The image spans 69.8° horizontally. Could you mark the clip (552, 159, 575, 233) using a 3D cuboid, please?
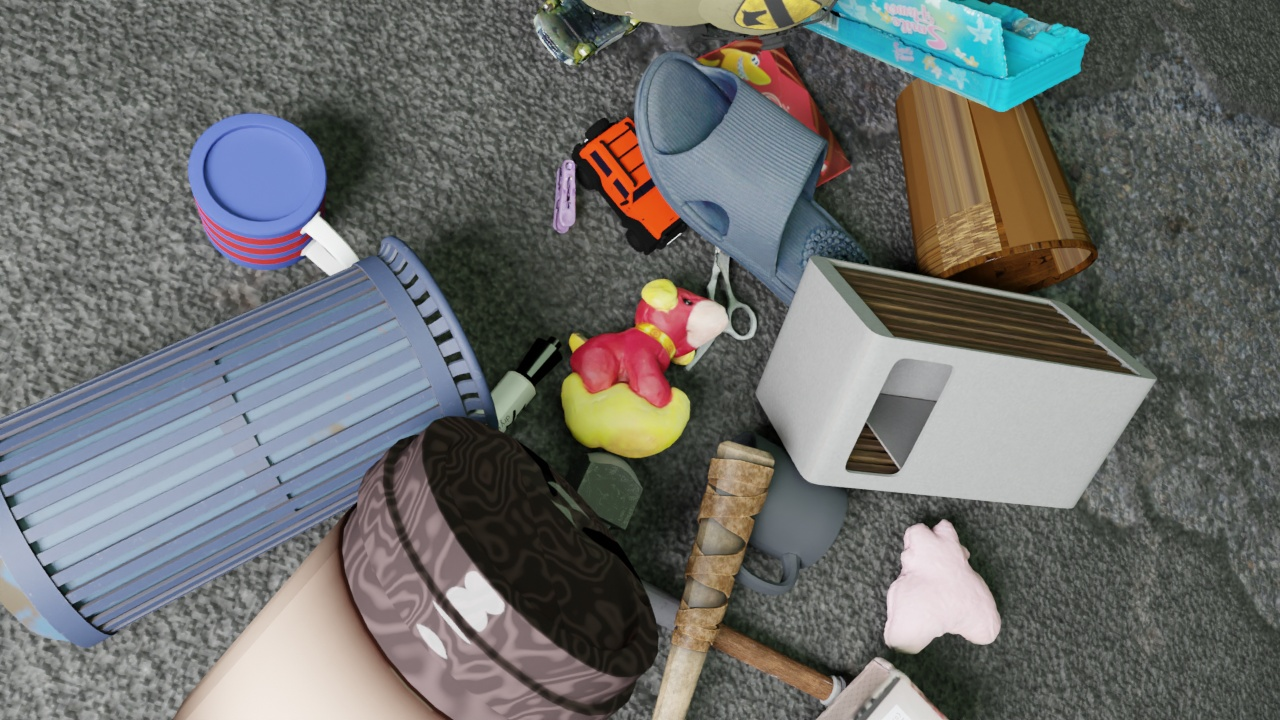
[{"bbox_3d":[-0.054,-0.120,0.662,0.013,0.037,0.053,5,65,-21],"label":"clip"}]

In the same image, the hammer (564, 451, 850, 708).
[{"bbox_3d":[0.065,0.198,0.641,0.322,0.043,0.155,30,71,-15],"label":"hammer"}]

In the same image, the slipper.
[{"bbox_3d":[0.103,-0.114,0.658,0.263,0.083,0.101,42,67,-25],"label":"slipper"}]

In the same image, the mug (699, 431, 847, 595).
[{"bbox_3d":[0.089,0.111,0.639,0.077,0.071,0.104,29,51,-13],"label":"mug"}]

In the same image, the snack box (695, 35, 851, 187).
[{"bbox_3d":[0.100,-0.192,0.734,0.089,0.021,0.133,-31,91,-21],"label":"snack box"}]

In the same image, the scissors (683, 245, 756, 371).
[{"bbox_3d":[0.054,-0.075,0.695,0.090,0.014,0.171,-13,91,-23],"label":"scissors"}]

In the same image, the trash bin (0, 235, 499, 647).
[{"bbox_3d":[-0.222,0.043,0.513,0.249,0.139,0.139,-28,90,-21],"label":"trash bin"}]

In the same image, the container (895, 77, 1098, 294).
[{"bbox_3d":[0.273,-0.143,0.736,0.132,0.132,0.167,-4,75,-21],"label":"container"}]

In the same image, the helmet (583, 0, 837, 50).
[{"bbox_3d":[0.029,-0.326,0.588,0.232,0.256,0.250,-5,81,-22],"label":"helmet"}]

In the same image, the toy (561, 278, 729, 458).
[{"bbox_3d":[-0.004,0.004,0.639,0.105,0.067,0.137,26,67,14],"label":"toy"}]

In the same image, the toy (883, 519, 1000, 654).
[{"bbox_3d":[0.225,0.169,0.694,0.099,0.053,0.095,-2,79,-19],"label":"toy"}]

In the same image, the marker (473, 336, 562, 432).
[{"bbox_3d":[-0.095,0.033,0.619,0.025,0.025,0.125,41,69,-8],"label":"marker"}]

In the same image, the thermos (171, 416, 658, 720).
[{"bbox_3d":[-0.127,0.163,0.474,0.226,0.172,0.172,-43,97,11],"label":"thermos"}]

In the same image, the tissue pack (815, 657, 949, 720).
[{"bbox_3d":[0.138,0.303,0.629,0.181,0.071,0.104,-45,95,-9],"label":"tissue pack"}]

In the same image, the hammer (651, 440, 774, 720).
[{"bbox_3d":[0.022,0.207,0.577,0.121,0.049,0.318,17,88,-17],"label":"hammer"}]

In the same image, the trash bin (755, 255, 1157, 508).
[{"bbox_3d":[0.220,0.018,0.661,0.228,0.114,0.115,8,120,-18],"label":"trash bin"}]

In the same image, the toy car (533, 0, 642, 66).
[{"bbox_3d":[-0.039,-0.254,0.687,0.048,0.033,0.105,51,53,-8],"label":"toy car"}]

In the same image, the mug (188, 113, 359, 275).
[{"bbox_3d":[-0.220,-0.090,0.570,0.112,0.076,0.074,40,69,-9],"label":"mug"}]

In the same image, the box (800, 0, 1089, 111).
[{"bbox_3d":[0.192,-0.259,0.683,0.172,0.227,0.084,1,122,-43],"label":"box"}]

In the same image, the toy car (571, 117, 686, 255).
[{"bbox_3d":[-0.004,-0.130,0.670,0.051,0.049,0.100,-41,95,-22],"label":"toy car"}]
